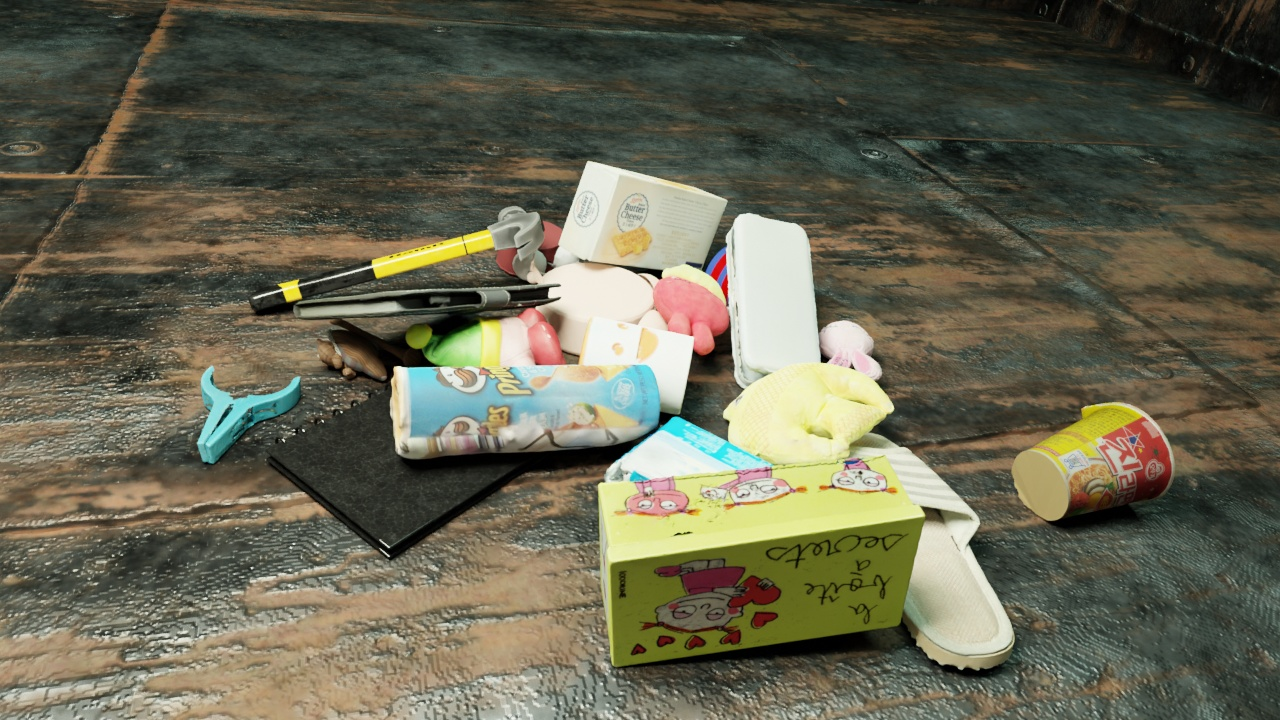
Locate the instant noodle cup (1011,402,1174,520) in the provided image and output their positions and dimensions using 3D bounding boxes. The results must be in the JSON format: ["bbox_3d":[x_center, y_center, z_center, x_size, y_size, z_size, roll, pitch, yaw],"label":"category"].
[{"bbox_3d":[0.419,0.102,0.863,0.112,0.100,0.100,-16,40,-20],"label":"instant noodle cup"}]

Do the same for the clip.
[{"bbox_3d":[-0.354,0.040,0.833,0.118,0.033,0.120,-11,37,-33],"label":"clip"}]

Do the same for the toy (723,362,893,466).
[{"bbox_3d":[0.150,0.052,0.880,0.155,0.065,0.170,10,31,39],"label":"toy"}]

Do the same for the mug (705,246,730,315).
[{"bbox_3d":[0.113,-0.083,1.082,0.111,0.075,0.076,-25,46,-37],"label":"mug"}]

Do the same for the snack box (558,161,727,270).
[{"bbox_3d":[0.008,-0.166,1.098,0.057,0.104,0.207,33,21,36],"label":"snack box"}]

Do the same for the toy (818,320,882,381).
[{"bbox_3d":[0.232,-0.012,1.027,0.063,0.047,0.109,-1,37,1],"label":"toy"}]

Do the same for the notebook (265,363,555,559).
[{"bbox_3d":[-0.191,0.071,0.829,0.169,0.019,0.230,29,38,26],"label":"notebook"}]

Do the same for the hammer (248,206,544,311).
[{"bbox_3d":[-0.260,-0.106,1.000,0.324,0.034,0.170,-16,20,-10],"label":"hammer"}]

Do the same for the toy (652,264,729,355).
[{"bbox_3d":[0.055,-0.057,0.988,0.091,0.045,0.134,27,36,-10],"label":"toy"}]

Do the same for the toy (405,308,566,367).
[{"bbox_3d":[-0.150,-0.017,0.876,0.131,0.097,0.124,-20,35,-10],"label":"toy"}]

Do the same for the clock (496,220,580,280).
[{"bbox_3d":[-0.130,-0.133,1.128,0.087,0.044,0.124,-17,41,-33],"label":"clock"}]

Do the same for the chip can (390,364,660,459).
[{"bbox_3d":[-0.100,0.043,0.809,0.229,0.080,0.079,-1,34,-18],"label":"chip can"}]

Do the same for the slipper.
[{"bbox_3d":[0.233,0.144,0.789,0.114,0.054,0.272,4,34,-16],"label":"slipper"}]

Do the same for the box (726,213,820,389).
[{"bbox_3d":[0.143,-0.065,1.011,0.118,0.063,0.213,5,59,-15],"label":"box"}]

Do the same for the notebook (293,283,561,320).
[{"bbox_3d":[-0.199,-0.056,0.896,0.170,0.029,0.208,-1,7,37],"label":"notebook"}]

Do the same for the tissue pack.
[{"bbox_3d":[0.051,0.111,0.784,0.144,0.062,0.092,24,38,27],"label":"tissue pack"}]

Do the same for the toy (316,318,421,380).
[{"bbox_3d":[-0.273,-0.007,0.901,0.102,0.041,0.054,25,78,12],"label":"toy"}]

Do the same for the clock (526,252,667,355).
[{"bbox_3d":[-0.047,-0.066,1.019,0.160,0.086,0.130,11,33,-9],"label":"clock"}]

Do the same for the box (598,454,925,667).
[{"bbox_3d":[0.082,0.143,0.663,0.221,0.125,0.079,-3,37,-7],"label":"box"}]

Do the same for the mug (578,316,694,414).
[{"bbox_3d":[-0.005,0.005,0.912,0.105,0.082,0.082,11,33,2],"label":"mug"}]
